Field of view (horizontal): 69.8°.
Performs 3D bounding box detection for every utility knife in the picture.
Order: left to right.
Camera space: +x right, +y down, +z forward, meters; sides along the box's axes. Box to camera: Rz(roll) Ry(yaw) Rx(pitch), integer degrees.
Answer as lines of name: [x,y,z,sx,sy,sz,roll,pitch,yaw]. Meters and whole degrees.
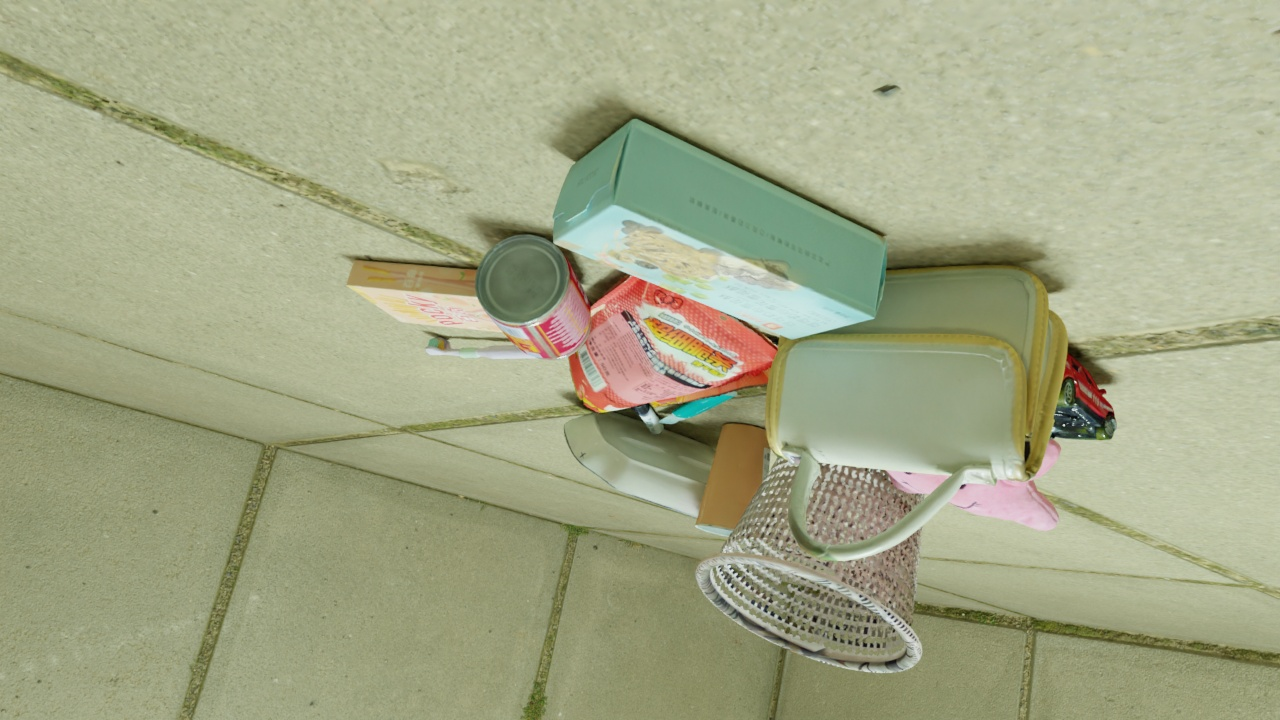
utility knife: [0.056,0.049,0.980,0.029,0.013,0.210,14,162,-14]

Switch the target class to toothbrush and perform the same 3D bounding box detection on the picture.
toothbrush: [-0.132,-0.012,0.904,0.189,0.021,0.029,2,-160,29]

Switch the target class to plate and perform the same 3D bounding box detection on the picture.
plate: [0.032,0.124,1.116,0.265,0.034,0.162,22,-160,-25]

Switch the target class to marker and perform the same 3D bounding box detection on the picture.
marker: [0.007,0.064,1.066,0.023,0.018,0.131,1,162,11]

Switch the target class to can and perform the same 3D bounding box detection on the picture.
can: [-0.073,-0.041,0.654,0.066,0.066,0.094,9,165,12]

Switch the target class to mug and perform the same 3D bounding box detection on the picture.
mug: [0.112,0.138,1.048,0.078,0.122,0.078,12,166,3]

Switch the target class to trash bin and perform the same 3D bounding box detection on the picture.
trash bin: [0.195,0.179,0.937,0.227,0.191,0.228,21,150,12]

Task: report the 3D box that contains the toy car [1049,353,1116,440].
toy car: [0.291,0.023,0.641,0.053,0.045,0.120,-1,155,46]

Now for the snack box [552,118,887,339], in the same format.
snack box: [0.045,-0.065,0.504,0.174,0.051,0.074,20,162,-25]

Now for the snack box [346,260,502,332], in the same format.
snack box: [-0.155,-0.051,0.761,0.157,0.026,0.084,6,163,22]

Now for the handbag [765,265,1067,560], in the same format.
handbag: [0.149,0.032,0.538,0.164,0.178,0.063,2,157,40]

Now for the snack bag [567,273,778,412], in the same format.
snack bag: [0.013,-0.010,0.706,0.128,0.073,0.208,39,155,-11]

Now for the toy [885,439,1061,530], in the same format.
toy: [0.259,0.072,0.787,0.195,0.074,0.179,16,148,38]

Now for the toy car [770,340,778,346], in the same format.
toy car: [0.094,-0.001,0.738,0.105,0.031,0.049,17,164,-14]
